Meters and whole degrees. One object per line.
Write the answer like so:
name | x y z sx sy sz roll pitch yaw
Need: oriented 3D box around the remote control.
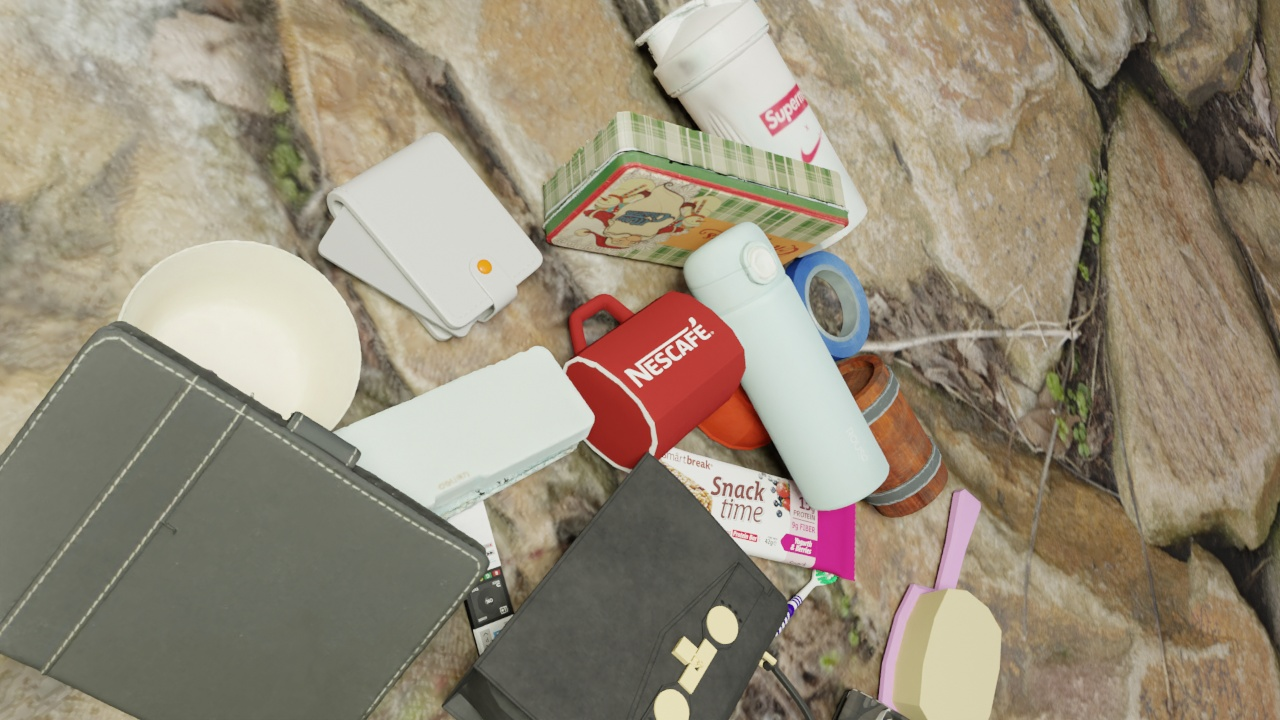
remote control | -0.093 0.145 0.552 0.028 0.012 0.124 -13 84 -37

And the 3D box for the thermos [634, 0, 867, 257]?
thermos | 0.097 -0.193 0.741 0.220 0.100 0.099 53 54 -16

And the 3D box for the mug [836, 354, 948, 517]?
mug | 0.194 0.053 0.748 0.111 0.082 0.117 52 35 -15

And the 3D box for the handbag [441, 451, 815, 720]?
handbag | 0.023 0.185 0.531 0.196 0.072 0.175 39 47 5

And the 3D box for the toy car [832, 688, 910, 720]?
toy car | 0.188 0.281 0.676 0.092 0.037 0.040 29 57 13

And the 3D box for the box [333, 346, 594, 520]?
box | -0.123 0.055 0.531 0.198 0.067 0.083 -27 96 -33

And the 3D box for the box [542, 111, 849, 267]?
box | 0.041 -0.111 0.660 0.205 0.118 0.050 6 70 -35

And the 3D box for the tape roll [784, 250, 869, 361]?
tape roll | 0.158 -0.046 0.783 0.091 0.016 0.092 39 57 -20

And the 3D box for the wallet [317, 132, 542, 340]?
wallet | -0.135 -0.070 0.573 0.118 0.038 0.115 51 54 -7

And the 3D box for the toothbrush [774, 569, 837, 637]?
toothbrush | 0.095 0.194 0.667 0.186 0.016 0.015 -31 89 -37

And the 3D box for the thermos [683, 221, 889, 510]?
thermos | 0.101 0.003 0.646 0.065 0.078 0.207 -33 100 -21

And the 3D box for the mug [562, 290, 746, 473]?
mug | -0.004 0.004 0.621 0.116 0.081 0.096 40 51 17

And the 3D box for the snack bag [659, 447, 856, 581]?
snack bag | 0.082 0.110 0.673 0.196 0.016 0.070 18 64 -24

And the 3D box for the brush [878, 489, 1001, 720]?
brush | 0.261 0.206 0.763 0.089 0.043 0.228 39 58 -20

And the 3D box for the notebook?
notebook | -0.199 0.099 0.434 0.209 0.029 0.169 38 92 -24

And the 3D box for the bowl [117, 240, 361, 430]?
bowl | -0.213 0.002 0.480 0.115 0.063 0.115 11 70 -32

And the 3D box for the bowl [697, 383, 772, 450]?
bowl | 0.083 0.006 0.703 0.121 0.035 0.121 11 70 -32
